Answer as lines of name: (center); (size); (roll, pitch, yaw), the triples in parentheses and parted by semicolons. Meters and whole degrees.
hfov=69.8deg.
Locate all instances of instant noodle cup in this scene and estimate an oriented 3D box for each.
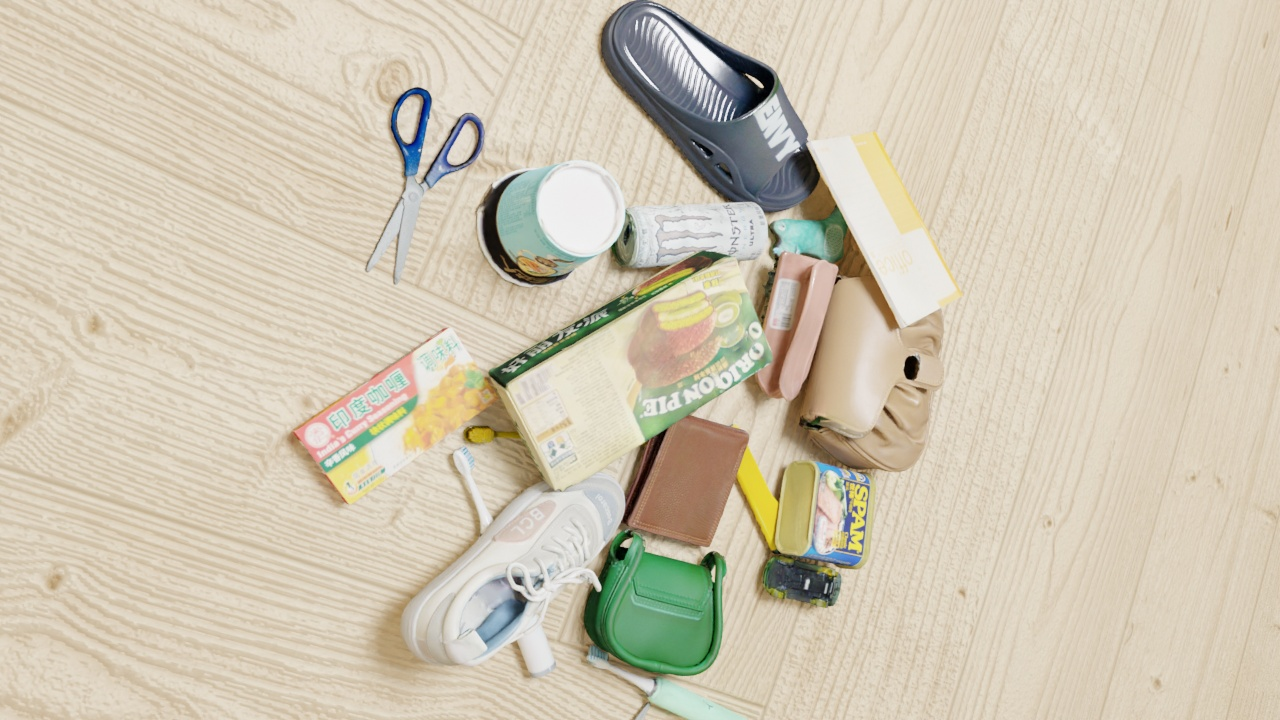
instant noodle cup: (-0.073, -0.122, 0.792); (0.111, 0.121, 0.111); (0, 90, -25)

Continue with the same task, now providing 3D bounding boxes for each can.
can: (0.189, 0.157, 0.942); (0.083, 0.057, 0.102); (16, 75, -30)
can: (0.048, -0.121, 0.883); (0.146, 0.058, 0.058); (-6, 93, -25)

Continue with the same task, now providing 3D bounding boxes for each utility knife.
utility knife: (0.121, 0.135, 0.943); (0.033, 0.015, 0.154); (-32, 102, -29)

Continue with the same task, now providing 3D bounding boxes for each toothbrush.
toothbrush: (-0.124, 0.181, 0.823); (0.026, 0.027, 0.221); (-37, 110, -64)
toothbrush: (0.037, 0.333, 0.899); (0.224, 0.027, 0.027); (33, 38, -22)
toothbrush: (-0.069, 0.071, 0.852); (0.190, 0.017, 0.015); (3, 90, -25)

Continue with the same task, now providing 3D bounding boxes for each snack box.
snack box: (-0.206, 0.045, 0.783); (0.155, 0.027, 0.077); (-37, 104, -20)
snack box: (-0.005, 0.005, 0.822); (0.239, 0.063, 0.114); (-32, 113, -16)

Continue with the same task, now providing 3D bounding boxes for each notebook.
notebook: (0.256, -0.141, 0.950); (0.145, 0.010, 0.206); (-21, 84, -46)

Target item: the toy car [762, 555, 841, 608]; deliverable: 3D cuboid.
toy car: (0.166, 0.229, 0.952); (0.091, 0.036, 0.043); (19, 83, -25)

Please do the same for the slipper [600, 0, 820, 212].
slipper: (0.080, -0.245, 0.886); (0.268, 0.083, 0.110); (38, 77, -19)

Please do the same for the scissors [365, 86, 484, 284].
scissors: (-0.201, -0.156, 0.793); (0.170, 0.012, 0.140); (-41, 108, -18)

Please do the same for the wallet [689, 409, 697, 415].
wallet: (0.035, -0.012, 0.893); (0.090, 0.033, 0.115); (-47, 109, -15)

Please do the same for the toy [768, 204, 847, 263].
toy: (0.174, -0.121, 0.960); (0.091, 0.030, 0.096); (1, 97, -20)

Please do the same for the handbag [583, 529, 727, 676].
handbag: (0.018, 0.228, 0.866); (0.131, 0.068, 0.120); (18, 82, -24)

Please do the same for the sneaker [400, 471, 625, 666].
sneaker: (-0.086, 0.169, 0.779); (0.241, 0.091, 0.089); (-36, 108, -39)

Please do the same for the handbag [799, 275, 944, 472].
handbag: (0.246, 0.010, 0.952); (0.147, 0.100, 0.204); (17, 77, -28)

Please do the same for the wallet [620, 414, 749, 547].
wallet: (0.045, 0.114, 0.890); (0.101, 0.032, 0.124); (20, 92, -28)

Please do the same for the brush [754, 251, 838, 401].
brush: (0.152, -0.032, 0.917); (0.063, 0.073, 0.145); (13, 95, -19)

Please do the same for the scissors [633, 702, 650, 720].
scissors: (-0.065, 0.419, 0.857); (0.220, 0.022, 0.234); (30, 78, -27)
